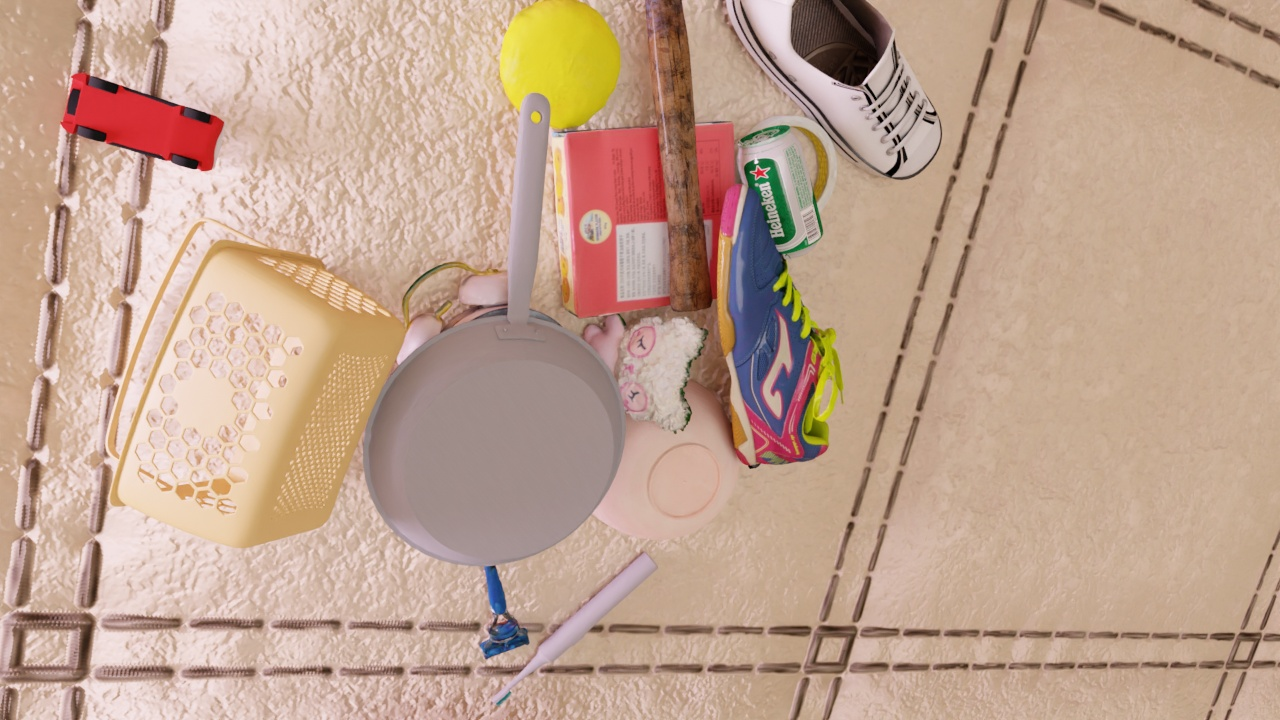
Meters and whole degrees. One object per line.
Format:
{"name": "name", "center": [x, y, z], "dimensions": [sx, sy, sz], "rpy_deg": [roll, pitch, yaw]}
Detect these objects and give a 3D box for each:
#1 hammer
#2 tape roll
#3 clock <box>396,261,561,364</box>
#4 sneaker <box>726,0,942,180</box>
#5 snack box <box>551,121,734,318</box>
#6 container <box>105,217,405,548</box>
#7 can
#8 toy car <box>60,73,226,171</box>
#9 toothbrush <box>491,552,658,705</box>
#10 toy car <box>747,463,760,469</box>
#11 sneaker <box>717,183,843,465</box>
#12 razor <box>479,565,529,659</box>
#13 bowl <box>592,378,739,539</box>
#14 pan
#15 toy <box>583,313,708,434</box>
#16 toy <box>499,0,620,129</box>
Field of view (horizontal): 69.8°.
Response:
{"name": "hammer", "center": [0.032, -0.201, 0.687], "dimensions": [0.119, 0.033, 0.330], "rpy_deg": [-11, 104, -21]}
{"name": "tape roll", "center": [0.124, -0.161, 0.785], "dimensions": [0.094, 0.019, 0.094], "rpy_deg": [-6, 107, -21]}
{"name": "clock", "center": [-0.119, -0.003, 0.705], "dimensions": [0.116, 0.059, 0.158], "rpy_deg": [-41, 116, -9]}
{"name": "sneaker", "center": [0.181, -0.235, 0.740], "dimensions": [0.245, 0.097, 0.091], "rpy_deg": [38, 89, -33]}
{"name": "snack box", "center": [0.006, -0.115, 0.736], "dimensions": [0.144, 0.040, 0.143], "rpy_deg": [-9, 108, -20]}
{"name": "container", "center": [-0.272, 0.013, 0.611], "dimensions": [0.167, 0.129, 0.183], "rpy_deg": [26, 96, 13]}
{"name": "can", "center": [0.113, -0.135, 0.746], "dimensions": [0.053, 0.053, 0.101], "rpy_deg": [-27, 114, -14]}
{"name": "toy car", "center": [-0.319, -0.153, 0.594], "dimensions": [0.089, 0.025, 0.038], "rpy_deg": [15, 99, -25]}
{"name": "toothbrush", "center": [-0.060, 0.242, 0.825], "dimensions": [0.188, 0.018, 0.019], "rpy_deg": [-40, 115, -8]}
{"name": "toy car", "center": [0.107, 0.052, 0.830], "dimensions": [0.036, 0.042, 0.092], "rpy_deg": [19, 98, -4]}
{"name": "sneaker", "center": [0.113, -0.026, 0.735], "dimensions": [0.091, 0.116, 0.242], "rpy_deg": [-4, 119, 12]}
{"name": "razor", "center": [-0.126, 0.192, 0.782], "dimensions": [0.043, 0.018, 0.141], "rpy_deg": [-15, 111, -18]}
{"name": "bowl", "center": [0.025, 0.092, 0.785], "dimensions": [0.152, 0.076, 0.153], "rpy_deg": [-6, 107, -21]}
{"name": "pan", "center": [-0.089, -0.008, 0.662], "dimensions": [0.200, 0.051, 0.357], "rpy_deg": [2, 106, -24]}
{"name": "toy", "center": [-0.004, 0.004, 0.736], "dimensions": [0.041, 0.109, 0.096], "rpy_deg": [-3, 105, -61]}
{"name": "toy", "center": [-0.058, -0.219, 0.678], "dimensions": [0.095, 0.041, 0.094], "rpy_deg": [-21, 118, -17]}
